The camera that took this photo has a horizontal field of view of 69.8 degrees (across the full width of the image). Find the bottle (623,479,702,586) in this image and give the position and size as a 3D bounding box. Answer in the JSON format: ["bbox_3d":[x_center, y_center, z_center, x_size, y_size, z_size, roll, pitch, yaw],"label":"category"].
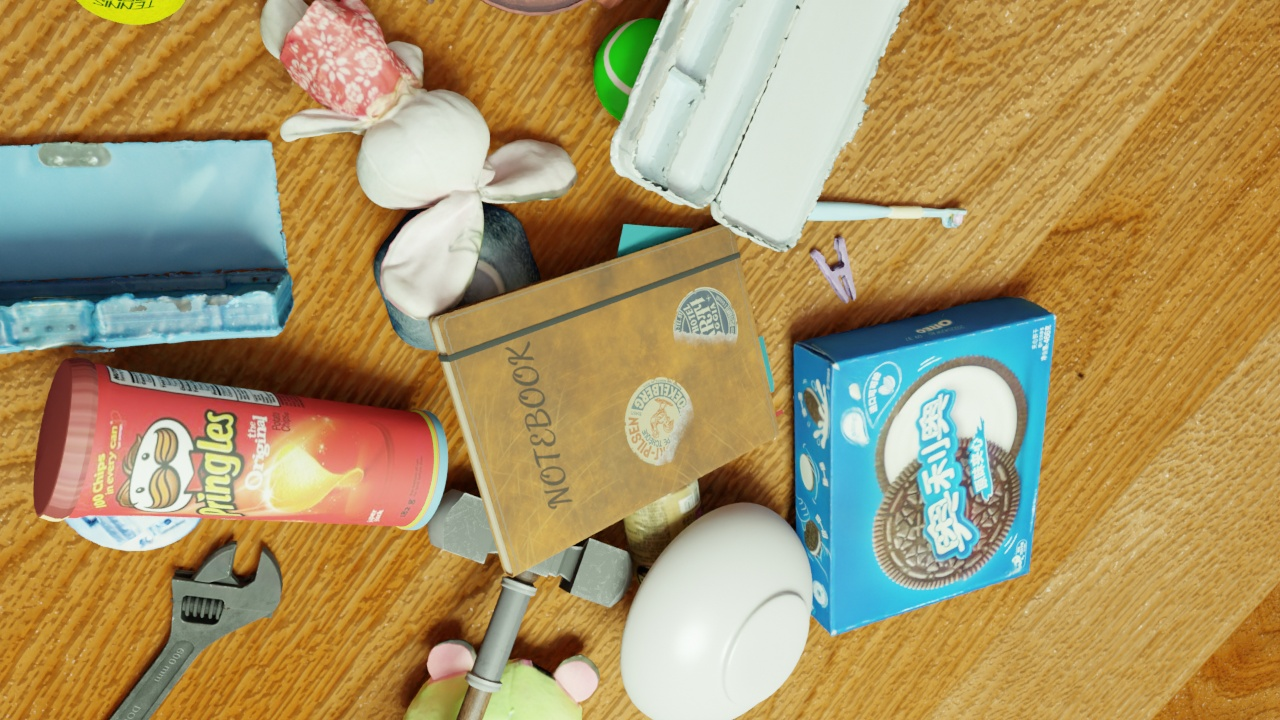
[{"bbox_3d":[0.024,0.162,0.701,0.059,0.059,0.166,-12,108,-10],"label":"bottle"}]

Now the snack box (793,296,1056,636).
[{"bbox_3d":[0.219,0.081,0.721,0.195,0.056,0.239,-12,114,-17],"label":"snack box"}]

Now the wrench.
[{"bbox_3d":[-0.350,0.235,0.660,0.073,0.018,0.273,35,100,-24],"label":"wrench"}]

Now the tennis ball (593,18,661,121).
[{"bbox_3d":[0.003,-0.177,0.568,0.065,0.065,0.065,-5,111,-13],"label":"tennis ball"}]

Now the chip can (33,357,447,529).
[{"bbox_3d":[-0.230,0.057,0.550,0.213,0.087,0.087,12,108,-40],"label":"chip can"}]

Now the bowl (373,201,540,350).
[{"bbox_3d":[-0.115,-0.048,0.593,0.110,0.055,0.110,-5,111,-14],"label":"bowl"}]

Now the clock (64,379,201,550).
[{"bbox_3d":[-0.306,0.065,0.587,0.125,0.052,0.089,-29,114,-3],"label":"clock"}]

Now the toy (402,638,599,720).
[{"bbox_3d":[-0.128,0.314,0.705,0.150,0.107,0.197,17,113,-17],"label":"toy"}]

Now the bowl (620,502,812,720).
[{"bbox_3d":[0.072,0.197,0.670,0.176,0.066,0.177,-17,118,-37],"label":"bowl"}]

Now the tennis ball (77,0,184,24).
[{"bbox_3d":[-0.272,-0.212,0.482,0.065,0.065,0.065,-5,111,-13],"label":"tennis ball"}]

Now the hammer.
[{"bbox_3d":[-0.122,0.260,0.634,0.156,0.043,0.321,22,78,-13],"label":"hammer"}]

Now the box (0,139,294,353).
[{"bbox_3d":[-0.323,-0.067,0.514,0.231,0.094,0.112,-4,107,-13],"label":"box"}]

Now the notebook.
[{"bbox_3d":[-0.005,0.005,0.599,0.248,0.014,0.178,-23,105,-34],"label":"notebook"}]

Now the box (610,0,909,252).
[{"bbox_3d":[0.081,-0.185,0.568,0.191,0.045,0.209,14,102,-46],"label":"box"}]

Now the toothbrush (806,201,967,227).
[{"bbox_3d":[0.166,-0.106,0.666,0.155,0.022,0.016,-1,68,-15],"label":"toothbrush"}]

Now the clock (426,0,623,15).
[{"bbox_3d":[-0.050,-0.259,0.519,0.157,0.072,0.121,-12,113,-10],"label":"clock"}]

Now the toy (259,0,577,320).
[{"bbox_3d":[-0.141,-0.133,0.533,0.194,0.084,0.158,44,61,-15],"label":"toy"}]

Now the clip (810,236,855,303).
[{"bbox_3d":[0.141,-0.066,0.678,0.043,0.014,0.051,-5,109,-13],"label":"clip"}]
